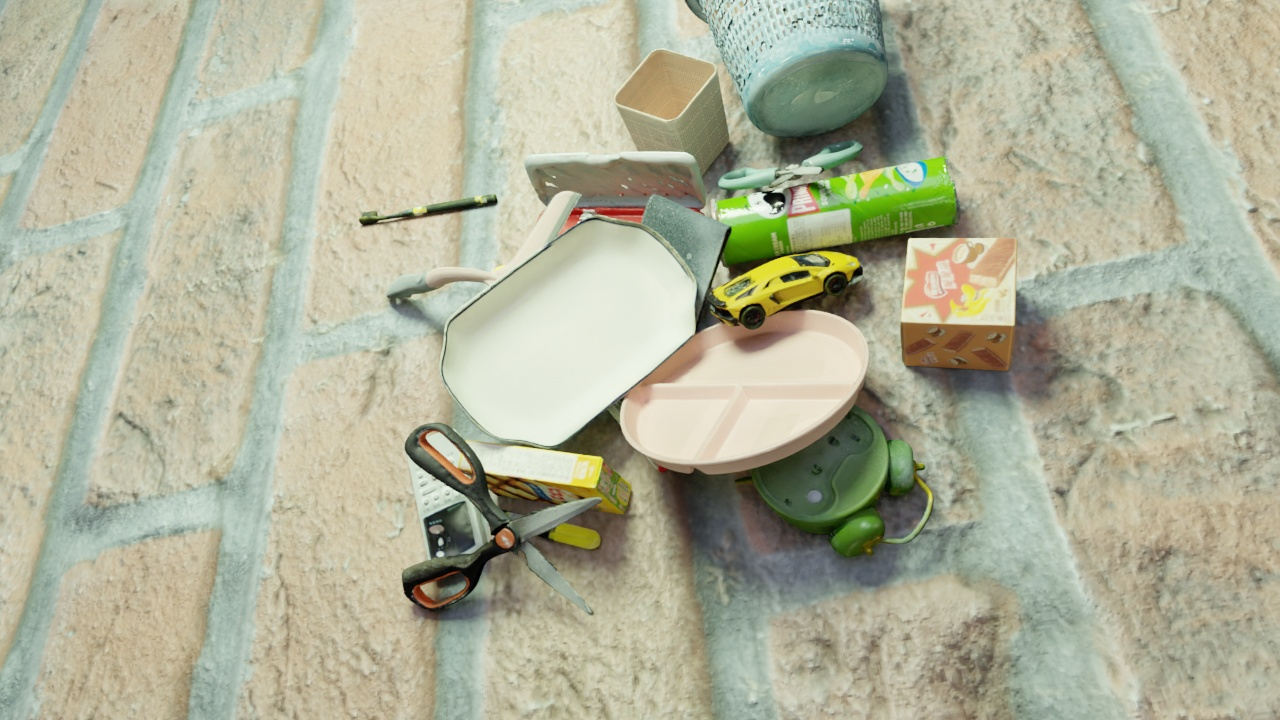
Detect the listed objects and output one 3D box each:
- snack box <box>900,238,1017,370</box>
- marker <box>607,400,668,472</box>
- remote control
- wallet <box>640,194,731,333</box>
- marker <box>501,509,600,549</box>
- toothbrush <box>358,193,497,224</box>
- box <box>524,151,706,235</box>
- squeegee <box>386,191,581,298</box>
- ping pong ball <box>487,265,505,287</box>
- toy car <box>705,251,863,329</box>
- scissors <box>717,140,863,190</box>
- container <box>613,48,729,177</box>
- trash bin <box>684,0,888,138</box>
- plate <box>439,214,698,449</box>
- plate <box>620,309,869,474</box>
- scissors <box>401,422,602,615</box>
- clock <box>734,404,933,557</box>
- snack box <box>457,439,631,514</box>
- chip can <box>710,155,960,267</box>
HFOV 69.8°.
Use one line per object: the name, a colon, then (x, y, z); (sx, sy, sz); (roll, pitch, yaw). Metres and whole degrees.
snack box: (0.287, -0.051, 0.828); (0.094, 0.077, 0.092); (3, 61, 20)
marker: (-0.017, 0.056, 0.900); (0.017, 0.017, 0.145); (-38, 57, -6)
remote control: (-0.192, 0.138, 0.905); (0.058, 0.021, 0.150); (-25, 55, 3)
wallet: (0.033, -0.096, 0.932); (0.097, 0.019, 0.121); (30, 114, 29)
marker: (-0.093, 0.158, 0.866); (0.124, 0.015, 0.018); (8, 62, 26)
toothbrush: (-0.263, -0.188, 1.131); (0.186, 0.012, 0.017); (-6, 47, 15)
box: (-0.034, -0.161, 0.987); (0.202, 0.100, 0.102); (4, 61, 21)
squeegee: (-0.211, -0.083, 0.986); (0.250, 0.040, 0.247); (1, 57, 43)
ping pong ball: (-0.149, -0.085, 1.014); (0.040, 0.040, 0.040); (-8, 58, 13)
toy car: (0.140, -0.075, 0.894); (0.156, 0.041, 0.071); (-20, 24, -3)
scissors: (0.145, -0.198, 0.959); (0.181, 0.019, 0.169); (-3, 22, 36)
container: (0.040, -0.266, 1.018); (0.090, 0.111, 0.089); (27, 71, 29)
trash bin: (0.169, -0.359, 0.990); (0.227, 0.226, 0.195); (-13, 69, 10)
plate: (-0.065, -0.028, 0.880); (0.265, 0.034, 0.162); (-40, 85, -20)
plate: (0.092, 0.026, 0.823); (0.230, 0.028, 0.229); (-19, 28, 10)
scissors: (-0.138, 0.156, 0.818); (0.233, 0.021, 0.221); (48, 112, 5)
clock: (0.170, 0.101, 0.788); (0.161, 0.056, 0.116); (27, 72, 30)
snack box: (-0.087, 0.108, 0.848); (0.140, 0.087, 0.033); (3, 67, 20)
chip can: (0.193, -0.148, 0.922); (0.236, 0.072, 0.072); (-9, 58, 12)
